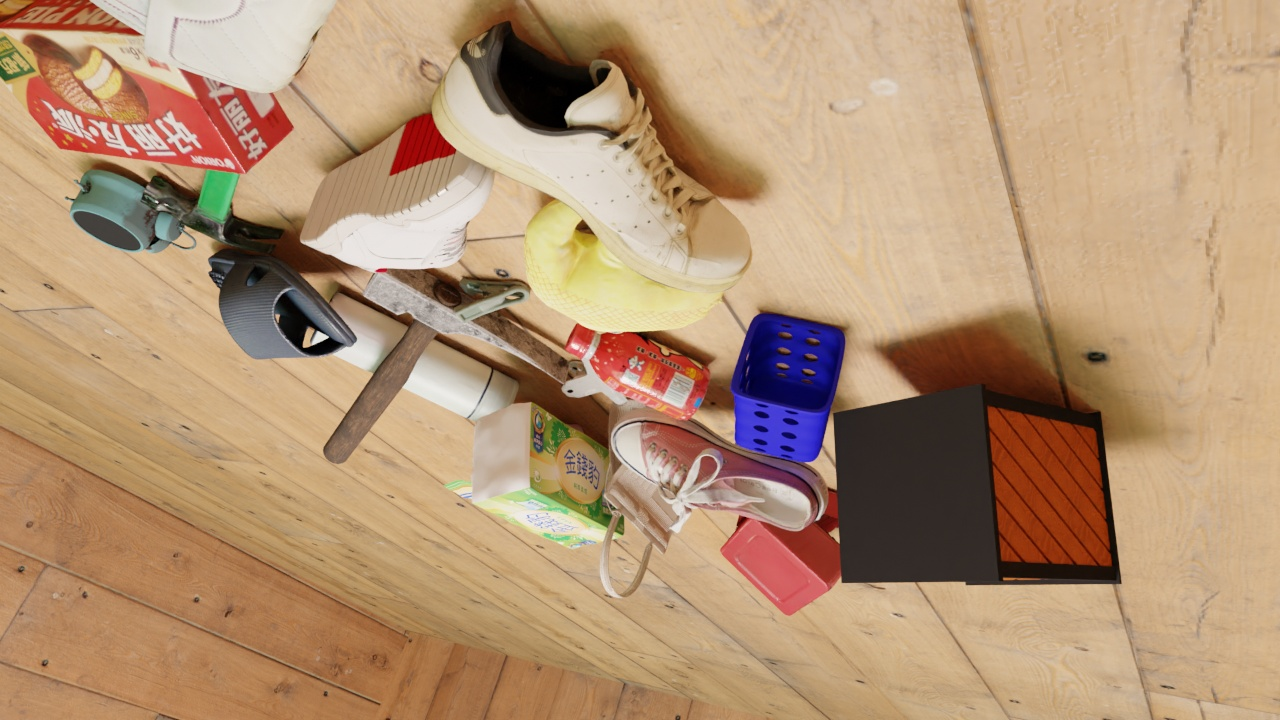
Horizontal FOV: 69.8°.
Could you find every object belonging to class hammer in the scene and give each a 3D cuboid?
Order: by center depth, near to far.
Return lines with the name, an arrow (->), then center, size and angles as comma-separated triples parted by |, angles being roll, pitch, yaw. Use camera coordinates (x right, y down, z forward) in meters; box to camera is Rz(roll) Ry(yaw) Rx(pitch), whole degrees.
hammer -> -0.361, -0.179, 0.806 | 0.130, 0.032, 0.320 | 30, 151, -20
hammer -> -0.241, 0.040, 1.000 | 0.217, 0.037, 0.301 | 30, 127, -19

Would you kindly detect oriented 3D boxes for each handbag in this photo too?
handbag -> -0.236, -0.247, 0.520 | 0.142, 0.096, 0.199 | 29, 150, -21
handbag -> 0.002, 0.173, 1.041 | 0.062, 0.197, 0.176 | 3, 149, 29

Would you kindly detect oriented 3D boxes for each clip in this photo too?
clip -> -0.141, -0.062, 0.883 | 0.076, 0.061, 0.023 | -8, 148, 16
clip -> -0.056, 0.023, 0.982 | 0.054, 0.043, 0.102 | -8, 144, 21

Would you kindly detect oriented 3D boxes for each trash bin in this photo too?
trash bin -> 0.272, 0.111, 0.750 | 0.171, 0.139, 0.140 | 11, 162, -36

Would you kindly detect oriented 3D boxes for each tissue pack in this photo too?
tissue pack -> -0.126, 0.142, 1.033 | 0.142, 0.120, 0.197 | -18, 140, 25

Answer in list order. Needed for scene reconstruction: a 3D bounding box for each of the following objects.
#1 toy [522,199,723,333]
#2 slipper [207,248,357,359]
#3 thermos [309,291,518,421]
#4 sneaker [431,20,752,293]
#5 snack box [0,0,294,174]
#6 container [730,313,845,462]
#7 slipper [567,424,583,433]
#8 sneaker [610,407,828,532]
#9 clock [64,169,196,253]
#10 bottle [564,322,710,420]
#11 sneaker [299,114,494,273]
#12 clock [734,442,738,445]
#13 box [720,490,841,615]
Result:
toy -> -0.014, -0.070, 0.750 | 0.170, 0.064, 0.155 | 16, 142, -7
slipper -> -0.392, -0.052, 0.939 | 0.264, 0.082, 0.101 | 19, 147, 41
thermos -> -0.251, 0.003, 1.037 | 0.230, 0.067, 0.068 | 27, 153, -17
sneaker -> -0.016, -0.139, 0.602 | 0.241, 0.088, 0.103 | 30, 144, -11
snack box -> -0.385, -0.211, 0.688 | 0.237, 0.060, 0.113 | 12, 144, 27
container -> 0.129, 0.028, 0.810 | 0.084, 0.085, 0.114 | 14, 154, 13
slipper -> -0.093, 0.110, 1.148 | 0.221, 0.055, 0.107 | 16, 155, -18
sneaker -> 0.058, 0.115, 0.891 | 0.241, 0.087, 0.118 | 15, 121, 34
clock -> -0.525, -0.146, 0.951 | 0.124, 0.053, 0.090 | 32, 151, -30
bottle -> -0.005, 0.005, 0.883 | 0.137, 0.061, 0.062 | 26, 153, -12
sneaker -> -0.173, -0.119, 0.740 | 0.237, 0.090, 0.104 | -11, 150, 43
clock -> 0.130, 0.107, 0.964 | 0.057, 0.083, 0.119 | 3, 148, 16
box -> 0.176, 0.224, 1.112 | 0.137, 0.127, 0.158 | 24, 154, 2
